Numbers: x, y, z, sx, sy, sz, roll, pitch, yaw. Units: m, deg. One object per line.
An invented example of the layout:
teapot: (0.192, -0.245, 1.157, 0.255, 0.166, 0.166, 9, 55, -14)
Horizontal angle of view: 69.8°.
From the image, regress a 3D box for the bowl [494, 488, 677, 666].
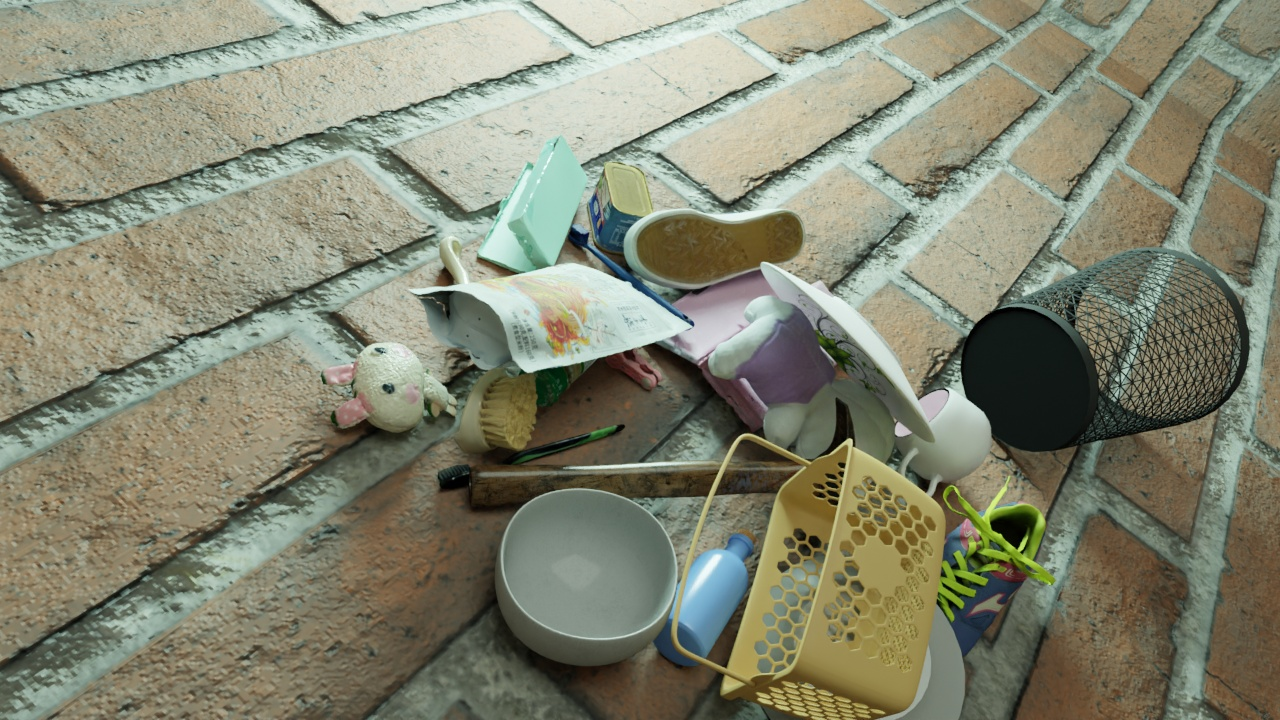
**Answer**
bowl: (-0.042, 0.165, 0.675, 0.131, 0.065, 0.131, 9, 42, -8)

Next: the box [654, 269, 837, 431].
box: (0.127, -0.036, 0.982, 0.180, 0.055, 0.232, 40, 43, 15)

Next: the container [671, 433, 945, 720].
container: (0.118, 0.155, 0.671, 0.167, 0.129, 0.183, 26, 57, -3)

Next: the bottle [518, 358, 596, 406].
bottle: (-0.068, 0.000, 0.850, 0.042, 0.043, 0.109, 35, 41, 8)

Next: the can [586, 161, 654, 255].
can: (-0.023, -0.173, 1.033, 0.054, 0.059, 0.099, 7, 45, -21)

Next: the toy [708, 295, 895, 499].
toy: (0.166, 0.036, 0.868, 0.209, 0.086, 0.137, 50, 45, -10)

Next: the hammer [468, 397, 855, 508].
hammer: (0.024, 0.091, 0.764, 0.330, 0.120, 0.033, 1, 14, -16)

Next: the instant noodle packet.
instant noodle packet: (-0.069, -0.048, 0.823, 0.147, 0.057, 0.268, 33, 25, 20)

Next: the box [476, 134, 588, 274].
box: (-0.119, -0.160, 0.996, 0.077, 0.079, 0.188, 56, 30, -32)

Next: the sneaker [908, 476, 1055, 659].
sneaker: (0.279, 0.187, 0.808, 0.241, 0.091, 0.116, -23, 64, -41)

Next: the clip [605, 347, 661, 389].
clip: (-0.007, 0.007, 0.890, 0.057, 0.022, 0.035, 39, 39, 10)

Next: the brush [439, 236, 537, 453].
brush: (-0.147, -0.025, 0.825, 0.077, 0.062, 0.272, -14, 48, -9)

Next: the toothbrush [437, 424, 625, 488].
toothbrush: (-0.089, 0.077, 0.783, 0.187, 0.014, 0.017, -15, 49, -38)

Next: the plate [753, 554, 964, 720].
plate: (0.171, 0.230, 0.718, 0.173, 0.019, 0.172, 2, 56, -3)

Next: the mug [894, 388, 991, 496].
mug: (0.299, 0.090, 0.922, 0.076, 0.090, 0.123, 46, 60, -7)

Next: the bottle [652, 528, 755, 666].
bottle: (0.058, 0.180, 0.730, 0.048, 0.048, 0.130, 36, 42, 9)

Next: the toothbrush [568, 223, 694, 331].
toothbrush: (-0.013, -0.090, 0.965, 0.016, 0.017, 0.190, -27, 55, -36)

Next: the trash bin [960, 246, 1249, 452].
trash bin: (0.514, -0.004, 1.047, 0.242, 0.218, 0.217, -13, 56, -29)

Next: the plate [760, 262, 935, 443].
plate: (0.202, -0.017, 0.860, 0.229, 0.030, 0.229, 47, 3, -4)

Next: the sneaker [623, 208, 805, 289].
sneaker: (0.076, -0.130, 1.040, 0.235, 0.087, 0.079, -10, 11, -31)

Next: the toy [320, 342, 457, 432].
toy: (-0.203, 0.022, 0.755, 0.112, 0.050, 0.087, -1, 49, -23)
